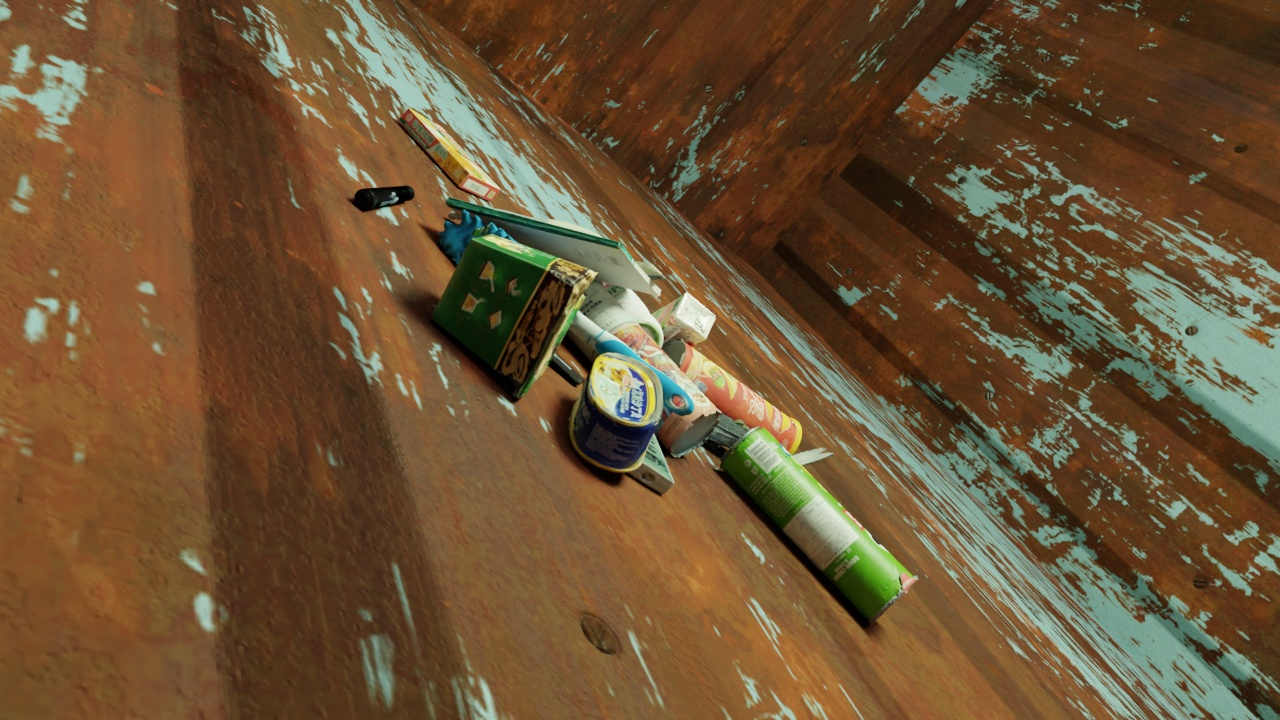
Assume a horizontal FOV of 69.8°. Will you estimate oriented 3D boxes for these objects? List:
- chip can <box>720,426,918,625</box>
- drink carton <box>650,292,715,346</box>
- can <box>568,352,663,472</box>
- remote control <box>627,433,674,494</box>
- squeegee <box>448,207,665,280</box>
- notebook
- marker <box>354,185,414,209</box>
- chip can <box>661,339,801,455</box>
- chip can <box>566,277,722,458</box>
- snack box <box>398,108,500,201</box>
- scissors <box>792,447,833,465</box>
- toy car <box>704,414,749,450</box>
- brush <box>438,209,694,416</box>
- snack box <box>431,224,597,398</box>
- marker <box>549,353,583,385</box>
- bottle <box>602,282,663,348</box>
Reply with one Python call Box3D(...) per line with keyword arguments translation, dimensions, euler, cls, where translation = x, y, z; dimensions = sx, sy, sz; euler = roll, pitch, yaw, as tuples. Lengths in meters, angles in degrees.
Box3D(translation=(0.191, 0.175, 1.003), dimensions=(0.236, 0.072, 0.072), euler=(46, 14, 20), cls="chip can")
Box3D(translation=(0.035, -0.035, 1.158), dimensions=(0.053, 0.123, 0.045), euler=(37, 56, -17), cls="drink carton")
Box3D(translation=(-0.021, 0.043, 0.821), dimensions=(0.074, 0.049, 0.148), euler=(21, 20, -6), cls="can")
Box3D(translation=(-0.006, 0.074, 0.879), dimensions=(0.056, 0.019, 0.135), euler=(35, 14, -25), cls="remote control")
Box3D(translation=(-0.104, -0.149, 1.090), dimensions=(0.246, 0.039, 0.246), euler=(16, 2, -10), cls="squeegee")
Box3D(translation=(-0.093, -0.121, 1.001), dimensions=(0.209, 0.012, 0.150), euler=(17, -10, 21), cls="notebook")
Box3D(translation=(-0.261, -0.169, 0.940), dimensions=(0.022, 0.020, 0.132), euler=(24, 14, -2), cls="marker")
Box3D(translation=(0.106, 0.056, 1.154), dimensions=(0.216, 0.073, 0.073), euler=(33, 15, -27), cls="chip can")
Box3D(translation=(-0.006, 0.006, 0.992), dimensions=(0.214, 0.071, 0.071), euler=(48, 14, 24), cls="chip can")
Box3D(translation=(-0.269, -0.288, 1.291), dimensions=(0.156, 0.027, 0.077), euler=(47, 13, 22), cls="snack box")
Box3D(translation=(0.177, 0.121, 1.136), dimensions=(0.141, 0.014, 0.173), euler=(26, 30, 1), cls="scissors")
Box3D(translation=(0.091, 0.081, 1.088), dimensions=(0.120, 0.037, 0.054), euler=(25, 17, -25), cls="toy car")
Box3D(translation=(-0.077, -0.048, 0.939), dimensions=(0.314, 0.060, 0.109), euler=(39, 4, 27), cls="brush")
Box3D(translation=(-0.114, -0.049, 0.806), dimensions=(0.105, 0.117, 0.118), euler=(29, 11, -1), cls="snack box")
Box3D(translation=(-0.105, -0.018, 0.908), dimensions=(0.124, 0.015, 0.018), euler=(42, 17, -7), cls="marker")
Box3D(translation=(-0.029, -0.062, 1.159), dimensions=(0.068, 0.068, 0.197), euler=(34, 12, -28), cls="bottle")
